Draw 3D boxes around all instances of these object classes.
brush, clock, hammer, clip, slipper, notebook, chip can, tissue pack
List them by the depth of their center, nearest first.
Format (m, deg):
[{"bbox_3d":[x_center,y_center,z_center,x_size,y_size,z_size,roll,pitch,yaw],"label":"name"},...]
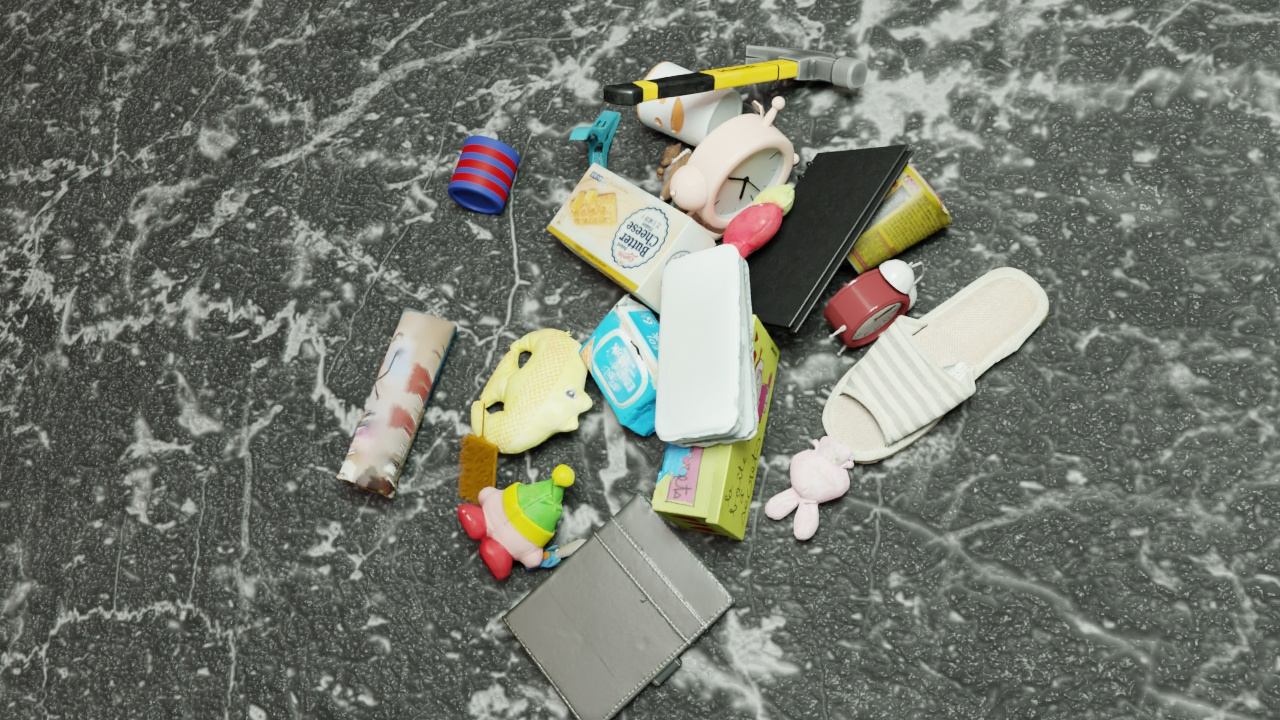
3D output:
[{"bbox_3d":[0.308,0.000,0.962,0.272,0.054,0.114,-41,59,0],"label":"slipper"},{"bbox_3d":[0.251,-0.061,0.981,0.124,0.087,0.044,-35,65,7],"label":"clock"},{"bbox_3d":[-0.023,0.269,0.982,0.209,0.029,0.169,-43,69,1],"label":"notebook"},{"bbox_3d":[0.182,-0.138,1.015,0.231,0.019,0.169,-56,25,-7],"label":"notebook"},{"bbox_3d":[-0.006,0.006,1.039,0.093,0.061,0.144,-49,63,32],"label":"tissue pack"},{"bbox_3d":[0.094,-0.323,1.048,0.323,0.034,0.170,-20,34,-33],"label":"hammer"},{"bbox_3d":[-0.188,0.110,1.061,0.048,0.017,0.127,21,120,24],"label":"brush"},{"bbox_3d":[0.104,-0.222,1.063,0.160,0.131,0.086,-46,64,-2],"label":"clock"},{"bbox_3d":[-0.298,0.050,1.130,0.080,0.080,0.229,12,75,22],"label":"chip can"},{"bbox_3d":[-0.057,-0.265,1.178,0.033,0.120,0.119,3,105,20],"label":"clip"}]

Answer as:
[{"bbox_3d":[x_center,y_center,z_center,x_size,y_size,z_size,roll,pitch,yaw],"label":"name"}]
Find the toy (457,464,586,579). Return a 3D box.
[{"bbox_3d":[-0.125,0.178,1.023,0.131,0.097,0.124,-29,70,-15],"label":"toy"}]

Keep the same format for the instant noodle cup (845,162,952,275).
[{"bbox_3d":[0.267,-0.154,1.013,0.112,0.100,0.100,-38,63,14],"label":"instant noodle cup"}]

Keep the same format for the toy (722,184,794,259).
[{"bbox_3d":[0.124,-0.148,1.038,0.045,0.092,0.135,44,76,-8],"label":"toy"}]

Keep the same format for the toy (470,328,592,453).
[{"bbox_3d":[-0.124,0.037,1.087,0.155,0.064,0.170,21,72,36],"label":"toy"}]

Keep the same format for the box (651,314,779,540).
[{"bbox_3d":[0.083,0.071,0.971,0.079,0.124,0.220,4,71,22],"label":"box"}]

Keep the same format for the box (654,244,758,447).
[{"bbox_3d":[0.064,-0.018,0.917,0.118,0.063,0.213,-6,69,22],"label":"box"}]

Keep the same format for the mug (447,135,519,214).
[{"bbox_3d":[-0.218,-0.243,1.219,0.112,0.075,0.076,1,69,46],"label":"mug"}]

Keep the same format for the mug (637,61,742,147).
[{"bbox_3d":[0.061,-0.313,1.138,0.105,0.082,0.082,31,83,25],"label":"mug"}]

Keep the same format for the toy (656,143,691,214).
[{"bbox_3d":[0.046,-0.224,1.135,0.055,0.042,0.101,16,67,0],"label":"toy"}]

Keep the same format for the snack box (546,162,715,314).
[{"bbox_3d":[-0.016,-0.146,1.079,0.104,0.057,0.208,-53,45,2],"label":"snack box"}]

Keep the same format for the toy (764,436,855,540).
[{"bbox_3d":[0.180,0.131,0.959,0.063,0.047,0.110,38,97,29],"label":"toy"}]
